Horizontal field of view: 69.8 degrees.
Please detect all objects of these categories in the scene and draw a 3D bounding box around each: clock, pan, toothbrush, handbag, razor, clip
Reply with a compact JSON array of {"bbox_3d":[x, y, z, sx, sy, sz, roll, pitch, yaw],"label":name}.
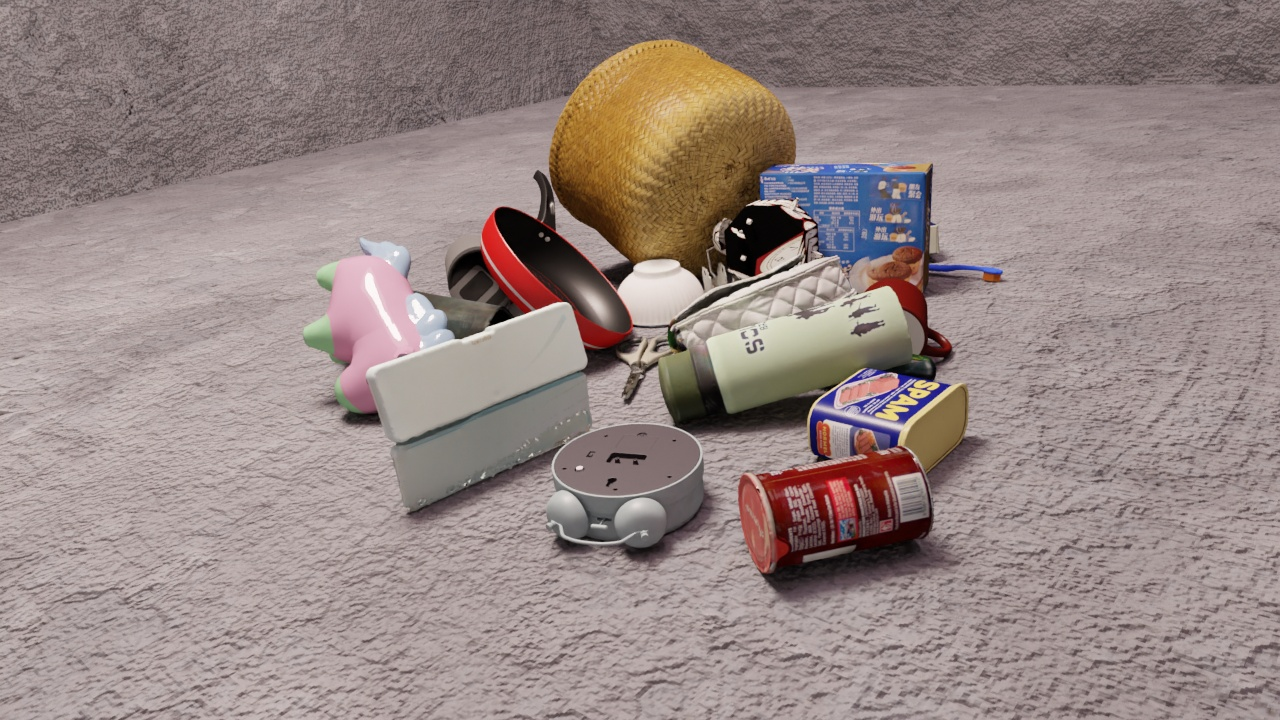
[{"bbox_3d":[-0.013,0.102,0.737,0.123,0.045,0.158,2,25,19],"label":"clock"},{"bbox_3d":[-0.114,-0.138,1.126,0.067,0.208,0.355,-46,35,17],"label":"pan"},{"bbox_3d":[0.145,-0.136,1.153,0.155,0.114,0.064,-22,6,37],"label":"clock"},{"bbox_3d":[0.382,-0.119,1.204,0.183,0.018,0.016,9,23,38],"label":"toothbrush"},{"bbox_3d":[0.136,-0.063,1.024,0.194,0.072,0.139,-24,3,-40],"label":"handbag"},{"bbox_3d":[0.218,-0.009,0.915,0.151,0.067,0.053,10,8,22],"label":"razor"},{"bbox_3d":[0.088,-0.092,1.163,0.050,0.058,0.102,-23,25,-7],"label":"clip"}]

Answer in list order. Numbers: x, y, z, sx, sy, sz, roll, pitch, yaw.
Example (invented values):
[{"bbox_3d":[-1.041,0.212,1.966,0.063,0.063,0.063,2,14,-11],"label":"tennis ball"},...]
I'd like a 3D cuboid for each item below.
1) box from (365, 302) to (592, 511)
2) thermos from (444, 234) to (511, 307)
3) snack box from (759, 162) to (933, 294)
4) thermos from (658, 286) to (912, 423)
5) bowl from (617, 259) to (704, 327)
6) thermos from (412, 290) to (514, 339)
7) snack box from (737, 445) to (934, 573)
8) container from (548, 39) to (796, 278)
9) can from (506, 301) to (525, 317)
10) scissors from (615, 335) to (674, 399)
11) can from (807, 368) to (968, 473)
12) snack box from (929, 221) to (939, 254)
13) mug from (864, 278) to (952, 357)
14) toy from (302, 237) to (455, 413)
[{"bbox_3d":[-0.130,0.037,0.802,0.196,0.134,0.041,-22,17,-32],"label":"box"},{"bbox_3d":[-0.215,-0.117,1.214,0.082,0.082,0.240,-11,14,-10],"label":"thermos"},{"bbox_3d":[0.260,-0.168,1.166,0.203,0.155,0.069,5,22,24],"label":"snack box"},{"bbox_3d":[0.132,0.000,0.869,0.231,0.082,0.082,-17,22,5],"label":"thermos"},{"bbox_3d":[0.024,-0.092,1.166,0.118,0.062,0.118,-5,23,2],"label":"bowl"},{"bbox_3d":[-0.260,-0.040,1.085,0.221,0.098,0.097,9,26,21],"label":"thermos"},{"bbox_3d":[0.138,0.105,0.656,0.121,0.072,0.072,-9,23,-10],"label":"snack box"},{"bbox_3d":[0.055,-0.263,1.246,0.306,0.308,0.196,-19,43,-28],"label":"container"},{"bbox_3d":[-0.124,-0.068,1.159,0.054,0.054,0.096,8,26,30],"label":"can"},{"bbox_3d":[0.010,0.004,1.001,0.121,0.012,0.171,-14,21,-12],"label":"scissors"},{"bbox_3d":[0.210,0.052,0.783,0.092,0.056,0.116,13,30,41],"label":"can"},{"bbox_3d":[0.331,-0.177,1.303,0.144,0.043,0.145,-6,17,0],"label":"snack box"},{"bbox_3d":[0.277,-0.031,0.961,0.106,0.073,0.082,28,28,3],"label":"mug"},{"bbox_3d":[-0.272,-0.041,0.988,0.171,0.120,0.221,-5,66,19],"label":"toy"}]
